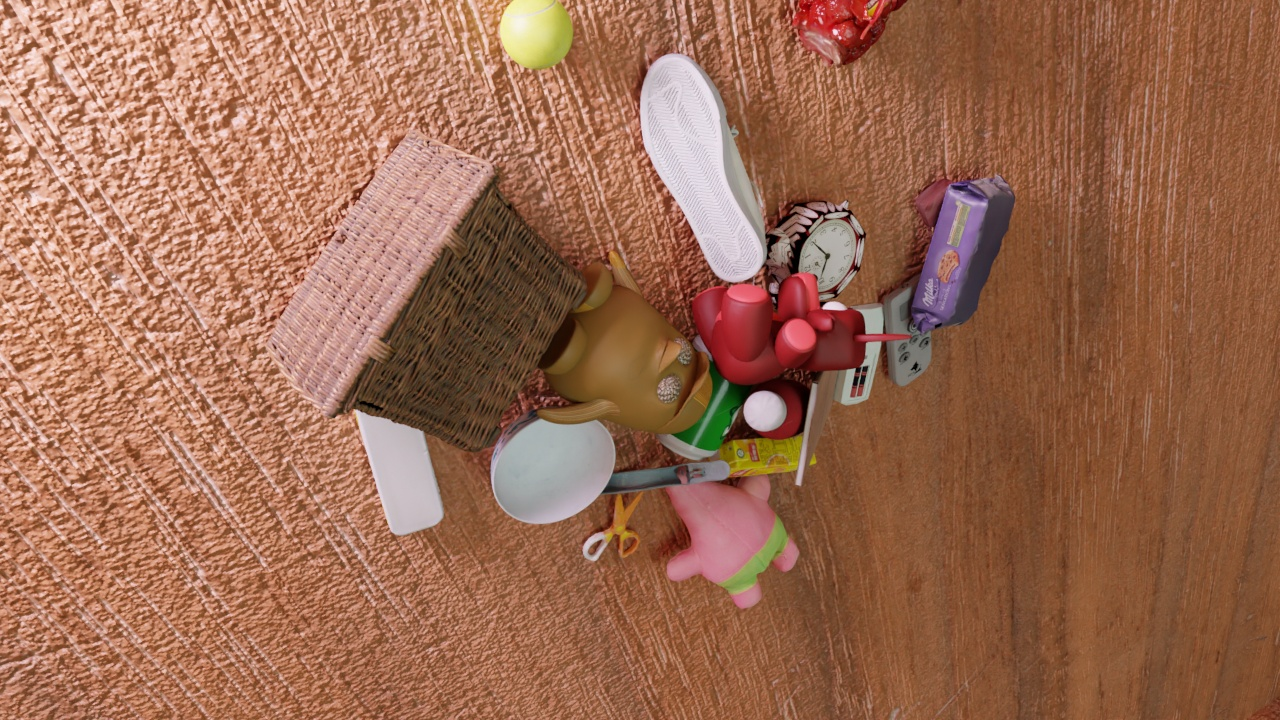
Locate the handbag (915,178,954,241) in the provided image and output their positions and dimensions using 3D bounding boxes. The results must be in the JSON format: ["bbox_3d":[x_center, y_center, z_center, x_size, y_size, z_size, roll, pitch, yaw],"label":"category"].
[{"bbox_3d":[0.387,-0.172,1.178,0.055,0.029,0.120,-38,133,-10],"label":"handbag"}]

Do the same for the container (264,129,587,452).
[{"bbox_3d":[-0.185,-0.048,0.853,0.183,0.162,0.250,36,87,-46],"label":"container"}]

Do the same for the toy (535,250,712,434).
[{"bbox_3d":[-0.006,0.006,0.981,0.203,0.163,0.198,34,68,-27],"label":"toy"}]

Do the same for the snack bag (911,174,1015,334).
[{"bbox_3d":[0.412,-0.131,1.168,0.096,0.058,0.206,-17,126,-39],"label":"snack bag"}]

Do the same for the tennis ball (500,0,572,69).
[{"bbox_3d":[-0.094,-0.297,0.829,0.065,0.065,0.065,-13,122,-21],"label":"tennis ball"}]

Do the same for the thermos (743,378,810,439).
[{"bbox_3d":[0.161,0.058,1.079,0.073,0.073,0.239,-54,166,8],"label":"thermos"}]

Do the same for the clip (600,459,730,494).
[{"bbox_3d":[0.025,0.139,1.088,0.167,0.127,0.028,-8,84,2],"label":"clip"}]

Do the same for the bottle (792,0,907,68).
[{"bbox_3d":[0.215,-0.361,0.936,0.111,0.099,0.099,-42,128,-7],"label":"bottle"}]

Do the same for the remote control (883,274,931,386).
[{"bbox_3d":[0.362,-0.036,1.234,0.074,0.019,0.151,-32,128,-23],"label":"remote control"}]

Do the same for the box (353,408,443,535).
[{"bbox_3d":[-0.262,0.098,0.989,0.064,0.033,0.210,-17,122,-18],"label":"box"}]

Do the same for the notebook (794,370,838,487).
[{"bbox_3d":[0.225,0.043,1.131,0.008,0.208,0.142,13,119,16],"label":"notebook"}]

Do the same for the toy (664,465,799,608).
[{"bbox_3d":[0.106,0.219,1.213,0.192,0.097,0.237,-46,113,-8],"label":"toy"}]

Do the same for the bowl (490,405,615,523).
[{"bbox_3d":[-0.109,0.105,1.042,0.143,0.074,0.144,-12,122,-21],"label":"bowl"}]

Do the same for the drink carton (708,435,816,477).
[{"bbox_3d":[0.157,0.123,1.190,0.134,0.059,0.043,0,72,-34],"label":"drink carton"}]

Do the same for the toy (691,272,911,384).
[{"bbox_3d":[0.166,-0.035,0.993,0.197,0.158,0.120,-1,90,-14],"label":"toy"}]

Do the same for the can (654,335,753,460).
[{"bbox_3d":[0.078,0.042,1.096,0.087,0.088,0.140,17,108,-34],"label":"can"}]

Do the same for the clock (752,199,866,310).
[{"bbox_3d":[0.185,-0.121,1.071,0.154,0.065,0.115,-32,127,-18],"label":"clock"}]

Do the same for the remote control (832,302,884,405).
[{"bbox_3d":[0.293,-0.004,1.221,0.049,0.024,0.143,-8,119,-24],"label":"remote control"}]

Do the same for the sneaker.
[{"bbox_3d":[0.069,-0.204,0.968,0.090,0.090,0.242,-19,109,18],"label":"sneaker"}]

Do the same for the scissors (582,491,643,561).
[{"bbox_3d":[-0.037,0.212,1.169,0.096,0.012,0.133,-14,132,-18],"label":"scissors"}]
